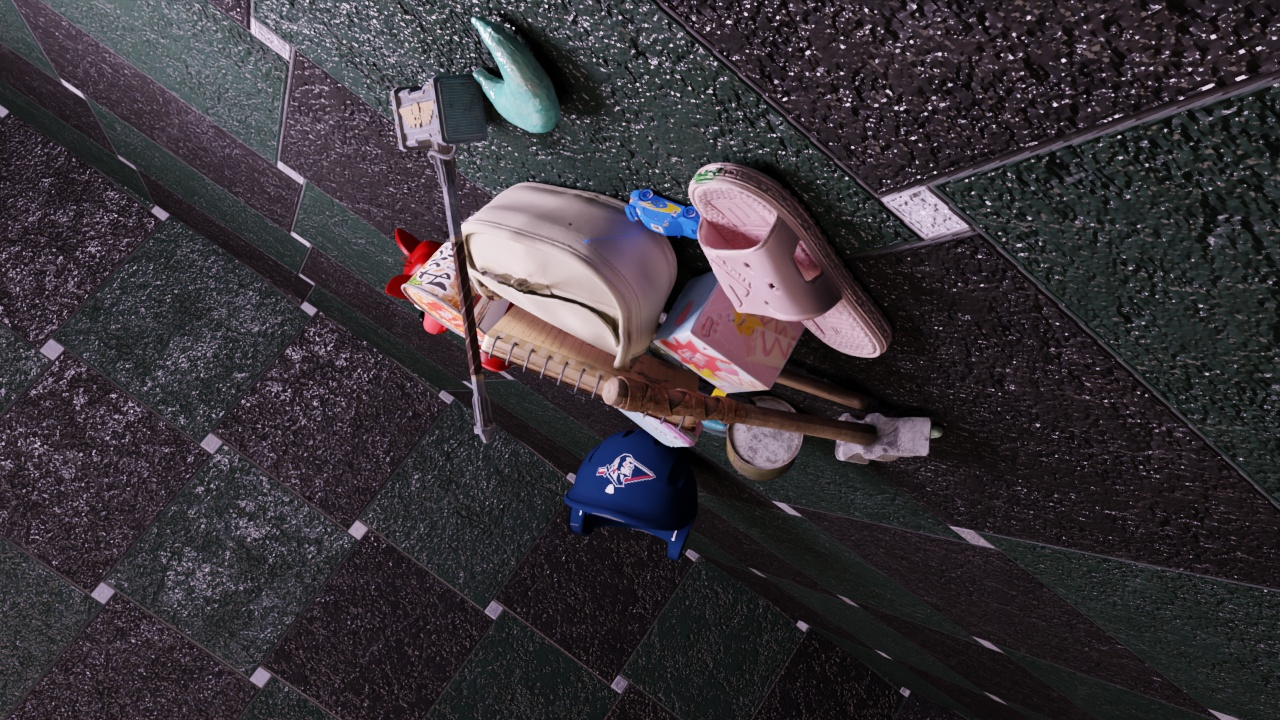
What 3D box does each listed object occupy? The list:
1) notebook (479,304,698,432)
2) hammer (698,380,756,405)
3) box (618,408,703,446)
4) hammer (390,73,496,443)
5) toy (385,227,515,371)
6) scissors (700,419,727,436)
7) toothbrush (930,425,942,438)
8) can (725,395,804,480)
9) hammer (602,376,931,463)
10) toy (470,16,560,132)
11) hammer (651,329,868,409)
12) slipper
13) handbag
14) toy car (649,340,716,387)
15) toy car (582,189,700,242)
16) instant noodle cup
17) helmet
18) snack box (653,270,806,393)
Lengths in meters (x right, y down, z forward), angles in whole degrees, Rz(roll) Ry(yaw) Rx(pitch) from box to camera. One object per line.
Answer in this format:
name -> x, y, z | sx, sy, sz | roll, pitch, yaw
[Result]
notebook -> -0.044, 0.004, 0.954 | 0.225, 0.024, 0.167 | 21, -165, -1
hammer -> -0.007, 0.007, 1.110 | 0.325, 0.034, 0.170 | 21, 158, 27
box -> -0.019, 0.035, 1.104 | 0.214, 0.033, 0.076 | 39, 157, -20
hammer -> -0.159, -0.081, 0.815 | 0.099, 0.044, 0.322 | 12, 113, 53
toy -> -0.243, -0.084, 1.214 | 0.197, 0.121, 0.158 | 27, -147, -26
scissors -> 0.083, 0.091, 1.376 | 0.138, 0.019, 0.136 | 32, 165, -6
toothbrush -> 0.263, 0.075, 0.954 | 0.022, 0.015, 0.155 | 32, 166, -14
can -> 0.148, 0.095, 1.106 | 0.090, 0.089, 0.075 | 28, 167, 12
hammer -> 0.119, 0.054, 0.867 | 0.318, 0.049, 0.122 | 11, 170, -20
toy -> -0.094, -0.210, 0.693 | 0.085, 0.033, 0.105 | 43, 167, 0
hammer -> 0.081, -0.009, 0.977 | 0.331, 0.031, 0.119 | 17, -169, 24
slipper -> 0.110, -0.059, 0.714 | 0.239, 0.064, 0.094 | 40, 164, -35
handbag -> -0.090, -0.070, 0.878 | 0.229, 0.131, 0.184 | 32, 149, 25
toy car -> 0.061, 0.000, 1.080 | 0.105, 0.033, 0.048 | 27, 163, 11
toy car -> 0.006, -0.107, 0.769 | 0.092, 0.061, 0.033 | 26, 165, 22
instant noodle cup -> -0.196, -0.101, 1.088 | 0.123, 0.121, 0.124 | 29, 166, 8
helmet -> -0.013, 0.235, 1.632 | 0.232, 0.223, 0.271 | 12, -169, 16
snack box -> 0.081, -0.026, 0.851 | 0.094, 0.079, 0.093 | 35, 166, -15
